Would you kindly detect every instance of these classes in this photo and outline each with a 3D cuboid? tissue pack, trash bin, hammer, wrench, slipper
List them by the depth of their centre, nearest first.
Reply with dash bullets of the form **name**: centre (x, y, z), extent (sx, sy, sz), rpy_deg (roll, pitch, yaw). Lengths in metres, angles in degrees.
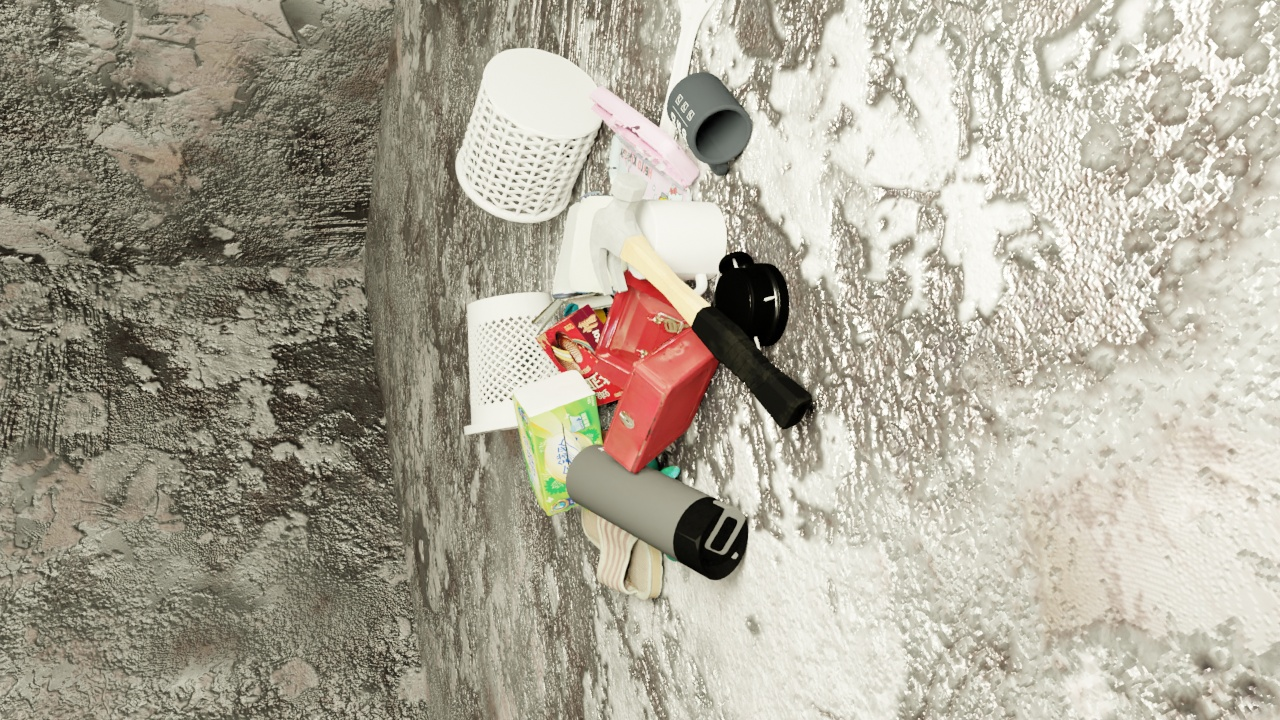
- **hammer**: centre (0.055, -0.055, 0.961), extent (0.328, 0.039, 0.131), rpy_deg (48, 135, 29)
- **wrench**: centre (0.047, -0.348, 1.131), extent (0.066, 0.018, 0.274), rpy_deg (-123, 38, -48)
- **tissue pack**: centre (-0.101, 0.136, 1.307), extent (0.141, 0.120, 0.198), rpy_deg (47, 157, 50)
- **slipper**: centre (-0.042, 0.264, 1.327), extent (0.263, 0.052, 0.115), rpy_deg (-152, 64, -63)
- **trash bin**: centre (-0.193, 0.004, 1.448), extent (0.196, 0.195, 0.199), rpy_deg (163, 99, -65)

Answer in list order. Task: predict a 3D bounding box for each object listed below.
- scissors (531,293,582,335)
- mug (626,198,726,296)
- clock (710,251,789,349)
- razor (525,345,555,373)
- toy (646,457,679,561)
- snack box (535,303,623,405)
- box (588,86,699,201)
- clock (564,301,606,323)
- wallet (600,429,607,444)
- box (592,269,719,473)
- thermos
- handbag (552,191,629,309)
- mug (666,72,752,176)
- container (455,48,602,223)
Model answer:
- **scissors**: centre (-0.086, -0.122, 1.346), extent (0.185, 0.015, 0.179), rpy_deg (-6, 61, 44)
- **mug**: centre (0.042, -0.126, 1.066), extent (0.091, 0.090, 0.121), rpy_deg (136, 128, -59)
- **clock**: centre (0.109, -0.064, 0.980), extent (0.120, 0.042, 0.091), rpy_deg (-127, 42, -52)
- **razor**: centre (-0.152, -0.007, 1.566), extent (0.143, 0.047, 0.052), rpy_deg (-15, 103, 62)
- **toy**: centre (0.005, 0.173, 1.204), extent (0.193, 0.072, 0.131), rpy_deg (55, 140, 36)
- **snack box**: centre (-0.075, -0.002, 1.314), extent (0.132, 0.035, 0.152), rpy_deg (53, 155, -7)
- **box**: centre (0.008, -0.257, 1.164), extent (0.201, 0.066, 0.154), rpy_deg (49, 165, 43)
- **clock**: centre (-0.082, -0.061, 1.407), extent (0.099, 0.043, 0.129), rpy_deg (-37, 66, 61)
- **wallet**: centre (-0.047, 0.149, 1.376), extent (0.121, 0.013, 0.087), rpy_deg (-168, 73, -65)
- **box**: centre (0.002, 0.019, 1.083), extent (0.169, 0.156, 0.157), rpy_deg (-61, -7, -49)
- **thermos**: centre (0.015, 0.173, 1.084), extent (0.241, 0.082, 0.082), rpy_deg (19, 110, 47)
- **handbag**: centre (-0.042, -0.152, 1.242), extent (0.176, 0.074, 0.151), rpy_deg (-2, 73, 46)
- **mug**: centre (0.078, -0.255, 1.020), extent (0.105, 0.071, 0.077), rpy_deg (75, 173, -48)
- **container**: centre (-0.170, -0.341, 1.402), extent (0.187, 0.189, 0.189), rpy_deg (124, 138, -50)
